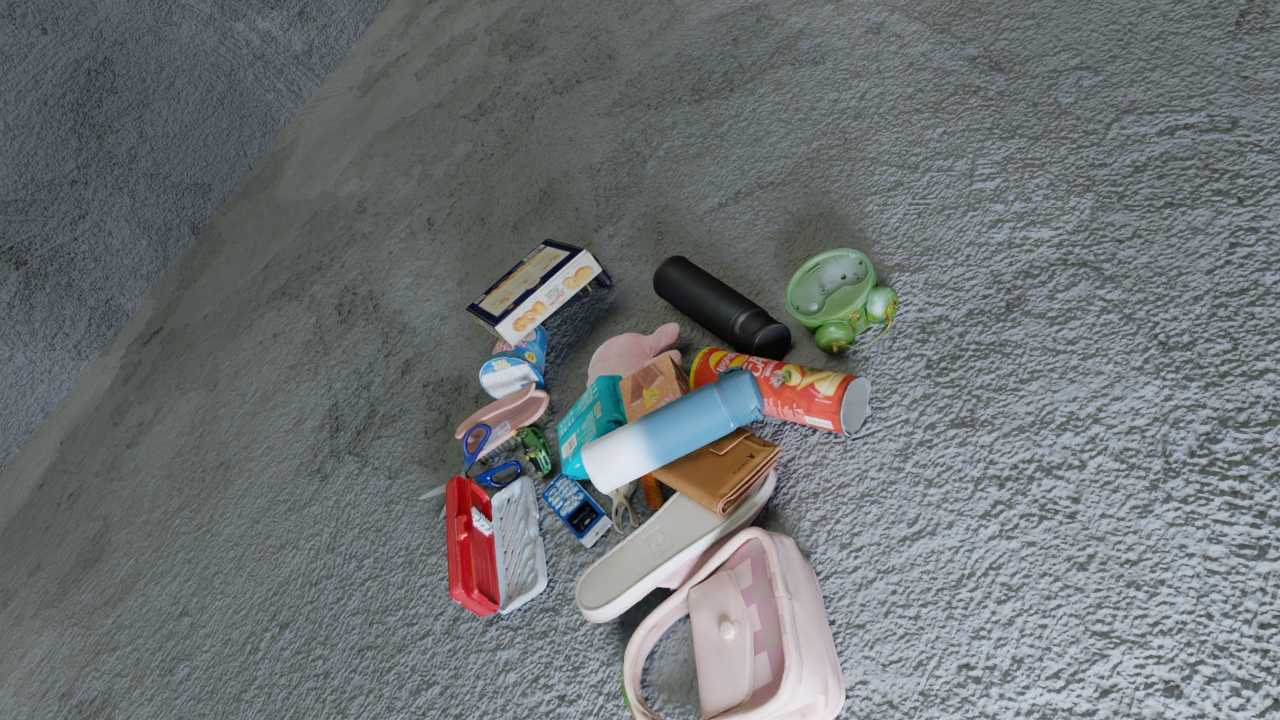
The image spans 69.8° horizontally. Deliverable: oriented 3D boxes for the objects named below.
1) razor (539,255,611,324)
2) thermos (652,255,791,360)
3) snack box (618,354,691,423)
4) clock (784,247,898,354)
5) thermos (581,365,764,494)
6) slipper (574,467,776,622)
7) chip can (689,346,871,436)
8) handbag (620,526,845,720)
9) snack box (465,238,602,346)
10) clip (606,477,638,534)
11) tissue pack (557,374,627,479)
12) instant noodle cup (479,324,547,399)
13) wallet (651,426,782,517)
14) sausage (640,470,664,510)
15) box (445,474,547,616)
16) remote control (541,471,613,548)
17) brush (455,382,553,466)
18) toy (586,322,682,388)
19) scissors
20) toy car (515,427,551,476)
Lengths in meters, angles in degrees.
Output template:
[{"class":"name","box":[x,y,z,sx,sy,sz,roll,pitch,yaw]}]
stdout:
[{"class":"razor","box":[-0.122,-0.105,1.478,0.168,0.062,0.067,-34,10,18]},{"class":"thermos","box":[0.100,-0.060,1.242,0.242,0.068,0.090,42,108,50]},{"class":"snack box","box":[0.034,0.065,1.157,0.077,0.093,0.094,-30,41,14]},{"class":"clock","box":[0.250,-0.070,1.133,0.116,0.056,0.161,-37,40,7]},{"class":"thermos","box":[0.039,0.079,1.062,0.221,0.070,0.070,-28,41,11]},{"class":"slipper","box":[0.046,0.206,1.043,0.274,0.054,0.114,-37,29,-9]},{"class":"chip can","box":[0.162,0.034,1.090,0.217,0.073,0.073,13,64,41]},{"class":"handbag","box":[0.078,0.296,0.936,0.235,0.093,0.193,-31,40,25]},{"class":"snack box","box":[-0.169,-0.109,1.411,0.177,0.046,0.182,-42,26,-10]},{"class":"clip","box":[-0.037,0.173,1.169,0.087,0.035,0.104,-11,56,27]},{"class":"tissue pack","box":[-0.059,0.088,1.214,0.134,0.050,0.093,-50,34,30]},{"class":"instant noodle cup","box":[-0.187,-0.004,1.407,0.099,0.099,0.109,-20,37,24]},{"class":"wallet","box":[0.092,0.115,1.057,0.119,0.035,0.131,-44,32,-16]},{"class":"sausage","box":[0.007,0.130,1.178,0.021,0.021,0.165,-31,41,13]},{"class":"box","box":[-0.191,0.225,1.196,0.100,0.095,0.200,-34,39,14]},{"class":"remote control","box":[-0.083,0.192,1.193,0.049,0.024,0.125,-46,39,-5]},{"class":"brush","box":[-0.196,0.088,1.341,0.146,0.073,0.063,-34,39,8]},{"class":"toy","box":[-0.008,0.007,1.272,0.160,0.054,0.121,-21,51,30]},{"class":"scissors","box":[-0.243,0.168,1.319,0.163,0.012,0.162,12,101,13]},{"class":"toy car","box":[-0.147,0.126,1.289,0.036,0.043,0.091,-23,30,-12]}]
